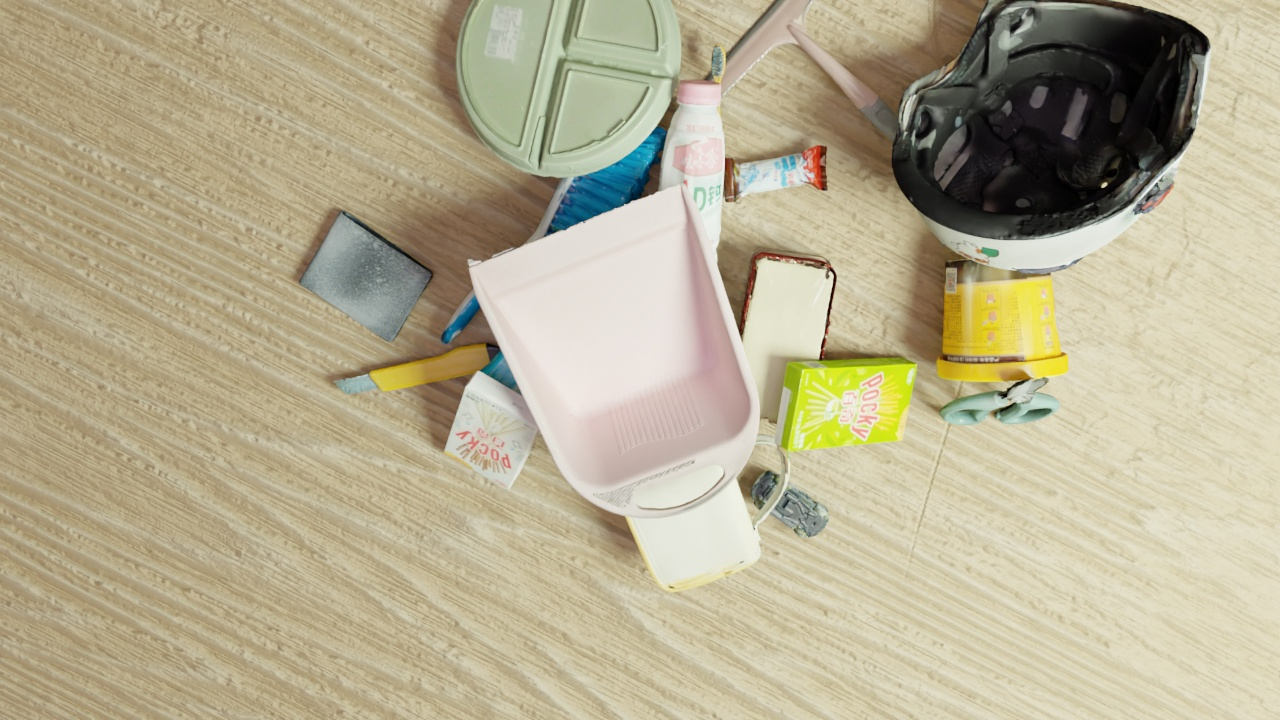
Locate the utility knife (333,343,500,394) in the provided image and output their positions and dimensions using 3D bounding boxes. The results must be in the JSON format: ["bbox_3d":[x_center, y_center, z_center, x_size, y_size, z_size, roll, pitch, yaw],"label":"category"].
[{"bbox_3d":[-0.243,0.010,1.009,0.195,0.015,0.033,-11,103,6],"label":"utility knife"}]

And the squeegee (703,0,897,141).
[{"bbox_3d":[0.212,-0.255,0.883,0.249,0.040,0.248,42,104,-6],"label":"squeegee"}]

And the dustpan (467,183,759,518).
[{"bbox_3d":[-0.005,0.005,0.855,0.222,0.138,0.273,-23,124,5],"label":"dustpan"}]

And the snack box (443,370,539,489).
[{"bbox_3d":[-0.154,0.077,0.966,0.084,0.026,0.157,30,143,-1],"label":"snack box"}]

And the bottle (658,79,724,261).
[{"bbox_3d":[0.050,-0.169,0.893,0.068,0.068,0.197,7,113,5],"label":"bottle"}]

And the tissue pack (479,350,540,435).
[{"bbox_3d":[-0.107,0.006,0.968,0.090,0.063,0.140,38,104,-13],"label":"tissue pack"}]

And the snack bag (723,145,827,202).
[{"bbox_3d":[0.134,-0.185,0.913,0.104,0.026,0.048,-4,107,10],"label":"snack bag"}]

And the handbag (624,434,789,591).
[{"bbox_3d":[0.076,0.144,0.965,0.179,0.063,0.163,-18,109,8],"label":"handbag"}]

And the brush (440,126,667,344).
[{"bbox_3d":[-0.092,-0.121,0.944,0.109,0.060,0.315,32,106,3],"label":"brush"}]

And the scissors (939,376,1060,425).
[{"bbox_3d":[0.334,0.039,0.886,0.132,0.185,0.019,-7,72,25],"label":"scissors"}]

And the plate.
[{"bbox_3d":[-0.075,-0.293,0.882,0.230,0.027,0.230,0,90,12],"label":"plate"}]

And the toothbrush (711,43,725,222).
[{"bbox_3d":[0.074,-0.212,0.905,0.016,0.018,0.192,6,114,14],"label":"toothbrush"}]

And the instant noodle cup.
[{"bbox_3d":[0.345,-0.043,0.884,0.118,0.118,0.114,-5,96,7],"label":"instant noodle cup"}]

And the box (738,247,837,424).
[{"bbox_3d":[0.140,-0.022,0.927,0.091,0.080,0.168,9,104,3],"label":"box"}]

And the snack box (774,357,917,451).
[{"bbox_3d":[0.208,0.042,0.920,0.156,0.026,0.086,-2,108,-31],"label":"snack box"}]

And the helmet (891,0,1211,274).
[{"bbox_3d":[0.352,-0.180,0.806,0.230,0.157,0.273,25,76,32],"label":"helmet"}]

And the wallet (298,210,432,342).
[{"bbox_3d":[-0.296,-0.089,0.992,0.121,0.019,0.097,35,107,-4],"label":"wallet"}]

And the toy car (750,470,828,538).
[{"bbox_3d":[0.161,0.155,0.992,0.090,0.034,0.043,34,102,-4],"label":"toy car"}]
